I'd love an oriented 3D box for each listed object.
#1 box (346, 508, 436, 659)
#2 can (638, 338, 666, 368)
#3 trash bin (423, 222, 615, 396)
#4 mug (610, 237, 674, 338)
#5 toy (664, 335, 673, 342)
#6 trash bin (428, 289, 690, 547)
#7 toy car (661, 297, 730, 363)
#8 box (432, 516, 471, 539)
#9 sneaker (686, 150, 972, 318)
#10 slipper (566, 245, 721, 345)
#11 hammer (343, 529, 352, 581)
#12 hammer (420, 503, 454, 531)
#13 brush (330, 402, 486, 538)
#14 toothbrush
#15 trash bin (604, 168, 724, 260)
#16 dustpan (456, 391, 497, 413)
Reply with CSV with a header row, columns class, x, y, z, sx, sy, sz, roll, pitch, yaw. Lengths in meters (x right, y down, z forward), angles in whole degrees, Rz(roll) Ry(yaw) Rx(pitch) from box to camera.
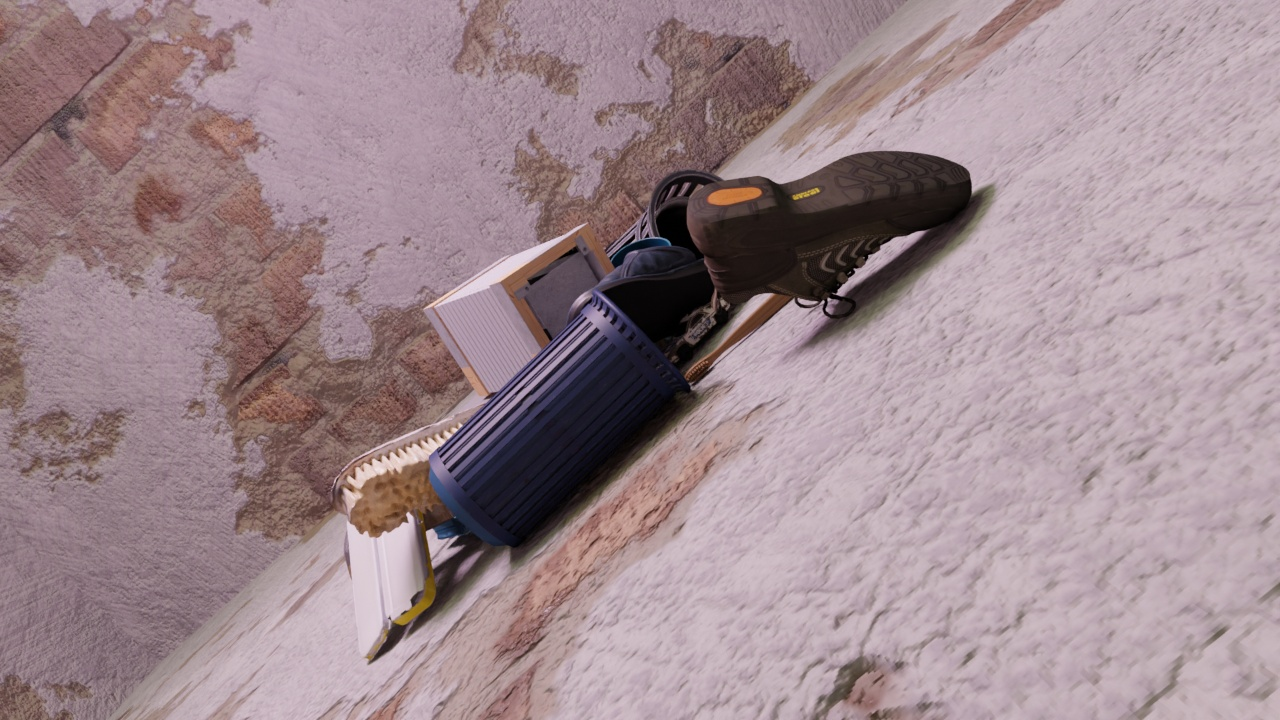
class,x,y,z,sx,sy,sz,roll,pitch,yaw
box,-0.287,0.216,1.030,0.130,0.034,0.209,-46,43,21
can,-0.007,0.006,1.099,0.054,0.054,0.135,-37,11,24
trash bin,-0.143,-0.058,1.185,0.142,0.142,0.247,-39,16,-30
mug,0.013,-0.098,1.183,0.083,0.107,0.113,-29,33,-4
toy,0.019,-0.037,1.236,0.076,0.037,0.125,-29,19,23
trash bin,-0.087,0.064,0.923,0.249,0.139,0.139,-44,10,-2
toy car,0.058,-0.035,1.067,0.112,0.040,0.048,-46,9,-18
box,-0.154,0.149,1.124,0.174,0.033,0.232,-40,7,-32
sneaker,0.162,-0.087,0.775,0.238,0.143,0.101,-10,34,-2
slipper,0.004,-0.082,1.072,0.264,0.083,0.109,-21,-38,-40
hammer,-0.263,0.184,1.229,0.031,0.119,0.330,-2,27,39
hammer,-0.192,0.130,1.182,0.158,0.037,0.299,-30,5,41
brush,-0.208,0.106,1.005,0.270,0.057,0.083,-22,-48,-40
toothbrush,0.109,-0.034,0.937,0.167,0.016,0.016,-42,9,3
trash bin,0.036,-0.149,1.324,0.163,0.164,0.228,-47,8,-30
dustpan,-0.201,0.067,1.260,0.257,0.033,0.163,-43,17,-9
